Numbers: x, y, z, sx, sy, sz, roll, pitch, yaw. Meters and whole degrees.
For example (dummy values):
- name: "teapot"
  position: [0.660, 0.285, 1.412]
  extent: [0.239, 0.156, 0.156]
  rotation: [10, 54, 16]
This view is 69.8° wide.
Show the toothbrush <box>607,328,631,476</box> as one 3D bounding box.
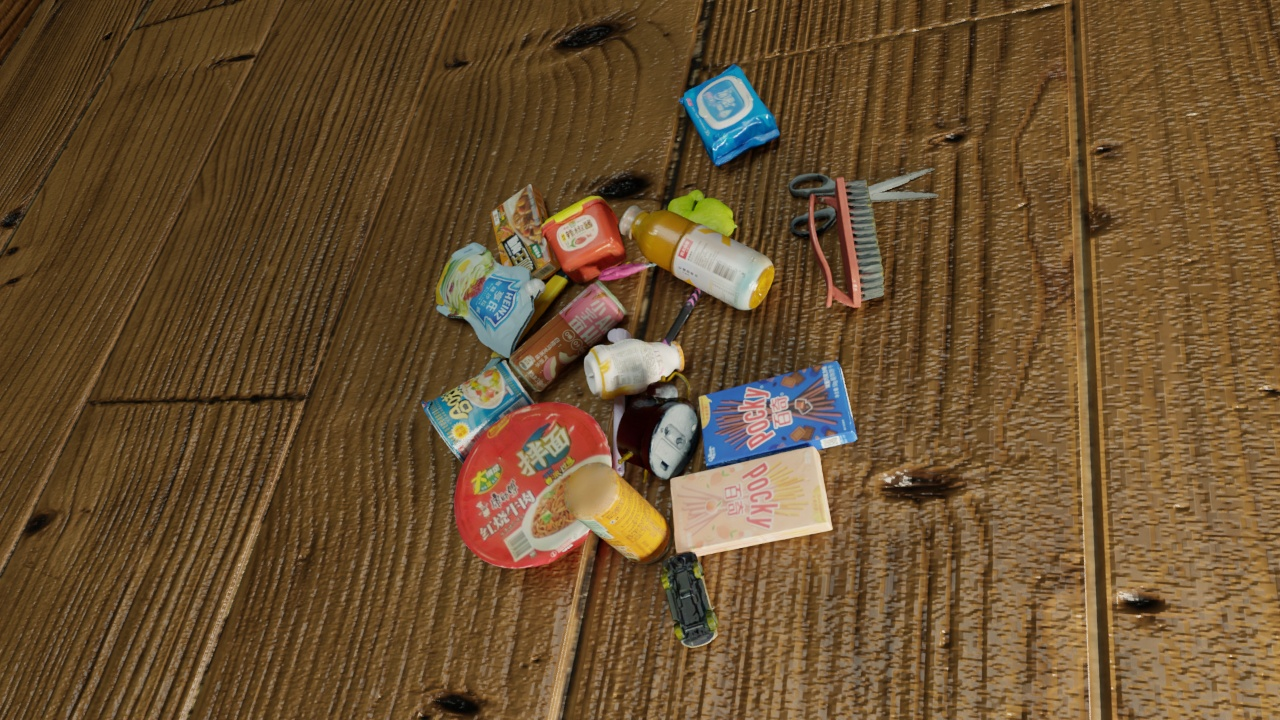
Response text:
- name: "toothbrush"
  position: [-0.025, 0.047, 1.059]
  extent: [0.029, 0.021, 0.188]
  rotation: [5, 60, -8]

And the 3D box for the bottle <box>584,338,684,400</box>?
- name: "bottle"
  position: [-0.006, 0.006, 1.035]
  extent: [0.108, 0.063, 0.063]
  rotation: [-13, 52, -15]

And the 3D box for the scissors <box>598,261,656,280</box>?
- name: "scissors"
  position: [0.011, -0.116, 1.117]
  extent: [0.138, 0.077, 0.017]
  rotation: [-9, 100, 18]

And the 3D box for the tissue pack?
- name: "tissue pack"
  position: [0.112, -0.323, 1.192]
  extent: [0.095, 0.052, 0.157]
  rotation: [-28, 53, 8]

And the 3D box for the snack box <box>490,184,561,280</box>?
- name: "snack box"
  position: [-0.156, -0.163, 1.237]
  extent: [0.075, 0.026, 0.153]
  rotation: [-32, 52, 19]

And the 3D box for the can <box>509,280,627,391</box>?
- name: "can"
  position: [-0.088, -0.029, 1.111]
  extent: [0.147, 0.058, 0.058]
  rotation: [-42, 52, -2]

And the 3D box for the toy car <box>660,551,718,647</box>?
- name: "toy car"
  position: [0.050, 0.235, 0.899]
  extent: [0.042, 0.035, 0.090]
  rotation: [-23, 60, 14]

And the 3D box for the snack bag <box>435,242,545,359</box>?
- name: "snack bag"
  position: [-0.197, -0.083, 1.191]
  extent: [0.191, 0.039, 0.110]
  rotation: [30, 85, 44]

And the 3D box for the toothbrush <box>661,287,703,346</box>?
- name: "toothbrush"
  position: [0.057, -0.065, 1.088]
  extent: [0.014, 0.018, 0.189]
  rotation: [26, 76, 29]

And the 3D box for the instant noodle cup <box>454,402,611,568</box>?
- name: "instant noodle cup"
  position: [-0.108, 0.145, 1.012]
  extent: [0.194, 0.066, 0.193]
  rotation: [-13, 56, 19]

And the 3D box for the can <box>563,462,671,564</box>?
- name: "can"
  position: [-0.020, 0.154, 0.911]
  extent: [0.058, 0.146, 0.058]
  rotation: [-12, 56, 19]

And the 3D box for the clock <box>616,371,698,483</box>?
- name: "clock"
  position: [0.024, 0.070, 0.983]
  extent: [0.055, 0.082, 0.121]
  rotation: [15, 71, 39]

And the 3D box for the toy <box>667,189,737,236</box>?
- name: "toy"
  position: [0.073, -0.175, 1.136]
  extent: [0.100, 0.031, 0.096]
  rotation: [2, 60, 28]

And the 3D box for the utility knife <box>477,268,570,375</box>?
- name: "utility knife"
  position: [-0.150, -0.044, 1.177]
  extent: [0.192, 0.015, 0.033]
  rotation: [-52, 33, -9]

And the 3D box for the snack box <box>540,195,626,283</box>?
- name: "snack box"
  position: [-0.068, -0.150, 1.166]
  extent: [0.091, 0.082, 0.080]
  rotation: [-27, 67, 10]

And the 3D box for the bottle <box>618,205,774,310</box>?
- name: "bottle"
  position: [0.061, -0.125, 1.063]
  extent: [0.189, 0.068, 0.068]
  rotation: [30, 77, 20]

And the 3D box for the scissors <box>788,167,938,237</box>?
- name: "scissors"
  position: [0.249, -0.192, 1.072]
  extent: [0.159, 0.014, 0.170]
  rotation: [-45, 54, -5]

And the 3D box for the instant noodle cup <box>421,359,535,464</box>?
- name: "instant noodle cup"
  position: [-0.186, 0.059, 1.089]
  extent: [0.110, 0.099, 0.099]
  rotation: [-35, 52, -6]

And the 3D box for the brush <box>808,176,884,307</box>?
- name: "brush"
  position: [0.224, -0.124, 1.007]
  extent: [0.069, 0.063, 0.145]
  rotation: [-7, 67, 8]

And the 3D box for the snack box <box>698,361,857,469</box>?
- name: "snack box"
  position: [0.141, 0.060, 0.964]
  extent: [0.157, 0.026, 0.084]
  rotation: [-16, 56, 17]

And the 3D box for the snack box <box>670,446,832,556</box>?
- name: "snack box"
  position: [0.109, 0.145, 0.930]
  extent: [0.157, 0.026, 0.084]
  rotation: [-16, 56, 18]
